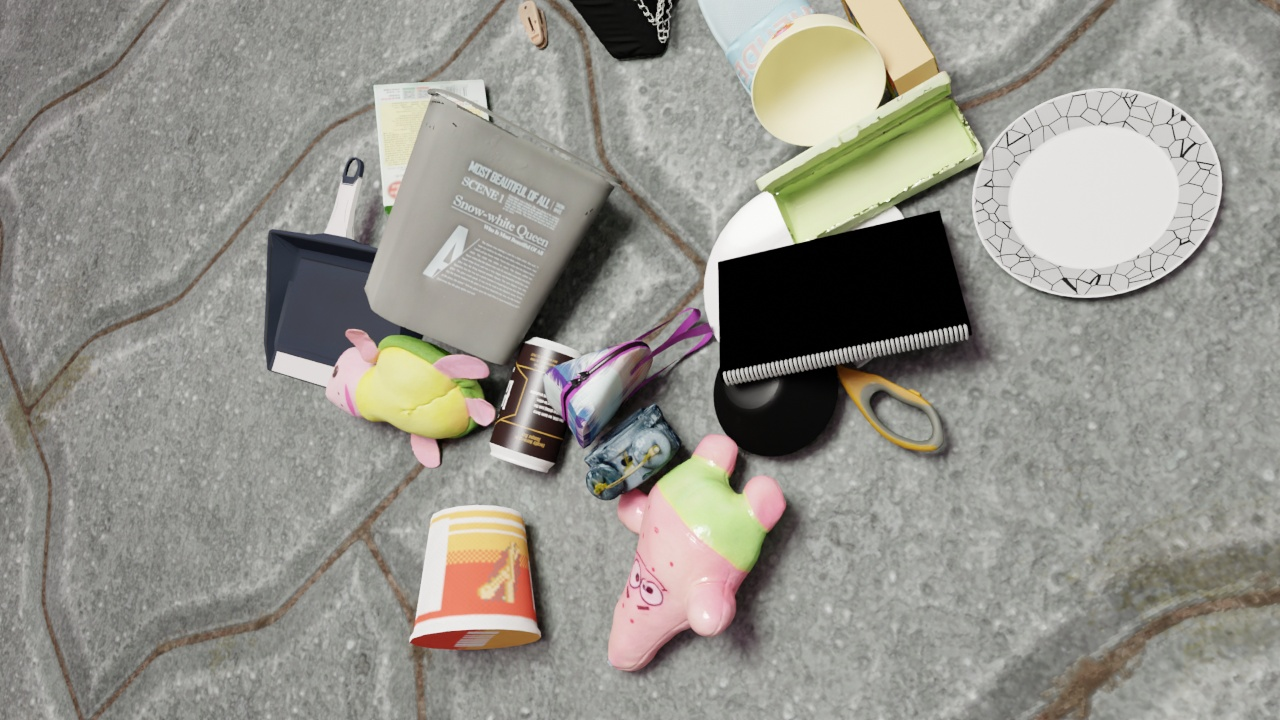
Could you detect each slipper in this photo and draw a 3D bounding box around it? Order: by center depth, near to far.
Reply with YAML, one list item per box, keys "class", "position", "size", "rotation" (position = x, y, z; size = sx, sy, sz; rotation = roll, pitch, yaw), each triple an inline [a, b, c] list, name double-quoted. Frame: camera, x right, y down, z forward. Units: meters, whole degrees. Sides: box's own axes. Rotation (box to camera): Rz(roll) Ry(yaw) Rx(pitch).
- class: "slipper"
  position: [0.128, -0.333, 0.934]
  size: [0.104, 0.074, 0.245]
  rotation: [-37, 62, 14]

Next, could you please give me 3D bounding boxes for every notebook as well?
- class: "notebook"
  position: [0.170, -0.056, 0.807]
  size: [0.207, 0.016, 0.148]
  rotation: [-12, 47, 17]

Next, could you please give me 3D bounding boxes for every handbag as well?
- class: "handbag"
  position: [-0.005, 0.005, 0.887]
  size: [0.169, 0.145, 0.068]
  rotation: [-33, 74, -14]
- class: "handbag"
  position: [-0.006, -0.415, 0.979]
  size: [0.115, 0.153, 0.125]
  rotation: [3, 73, 30]

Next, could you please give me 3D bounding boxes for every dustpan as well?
- class: "dustpan"
  position: [-0.363, -0.104, 1.114]
  size: [0.237, 0.080, 0.273]
  rotation: [13, 83, 29]

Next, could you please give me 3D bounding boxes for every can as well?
- class: "can"
  position: [-0.106, 0.045, 0.951]
  size: [0.072, 0.072, 0.128]
  rotation: [15, 84, 29]

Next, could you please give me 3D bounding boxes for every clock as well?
- class: "clock"
  position: [-0.009, 0.087, 0.865]
  size: [0.090, 0.129, 0.052]
  rotation: [-37, 93, 14]

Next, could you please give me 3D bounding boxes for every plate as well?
- class: "plate"
  position: [0.386, -0.142, 0.787]
  size: [0.189, 0.016, 0.188]
  rotation: [-7, 74, 25]
- class: "plate"
  position: [0.161, -0.078, 0.883]
  size: [0.209, 0.015, 0.208]
  rotation: [-7, 74, 25]

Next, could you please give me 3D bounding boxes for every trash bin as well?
- class: "trash bin"
  position: [-0.168, -0.134, 0.949]
  size: [0.220, 0.197, 0.197]
  rotation: [-63, 25, 7]

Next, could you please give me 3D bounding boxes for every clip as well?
- class: "clip"
  position: [-0.127, -0.405, 1.113]
  size: [0.024, 0.044, 0.062]
  rotation: [-20, 87, 21]

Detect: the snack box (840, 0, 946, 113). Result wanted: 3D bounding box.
- class: "snack box"
  position: [0.236, -0.297, 0.862]
  size: [0.040, 0.088, 0.125]
  rotation: [-29, 66, 17]

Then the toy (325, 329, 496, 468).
- class: "toy"
  position: [-0.248, 0.031, 0.996]
  size: [0.239, 0.190, 0.087]
  rotation: [-2, 39, 35]

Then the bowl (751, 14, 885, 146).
- class: "bowl"
  position: [0.158, -0.267, 0.838]
  size: [0.118, 0.118, 0.073]
  rotation: [-21, 42, 20]

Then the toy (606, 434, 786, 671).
- class: "toy"
  position: [0.033, 0.185, 0.835]
  size: [0.237, 0.096, 0.192]
  rotation: [-60, 37, 11]

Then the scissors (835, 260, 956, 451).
- class: "scissors"
  position: [0.198, -0.017, 0.829]
  size: [0.225, 0.016, 0.225]
  rotation: [37, 96, 31]

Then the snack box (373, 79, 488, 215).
- class: "snack box"
  position: [-0.243, -0.255, 1.089]
  size: [0.132, 0.027, 0.168]
  rotation: [-6, 70, -11]

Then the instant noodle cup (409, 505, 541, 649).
- class: "instant noodle cup"
  position: [-0.163, 0.216, 0.914]
  size: [0.124, 0.123, 0.121]
  rotation: [-15, 63, 22]

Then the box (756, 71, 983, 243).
- class: "box"
  position: [0.211, -0.173, 0.840]
  size: [0.188, 0.091, 0.083]
  rotation: [-28, 89, 21]

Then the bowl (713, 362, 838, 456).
- class: "bowl"
  position: [0.110, 0.022, 0.829]
  size: [0.124, 0.052, 0.124]
  rotation: [-8, 74, 30]
